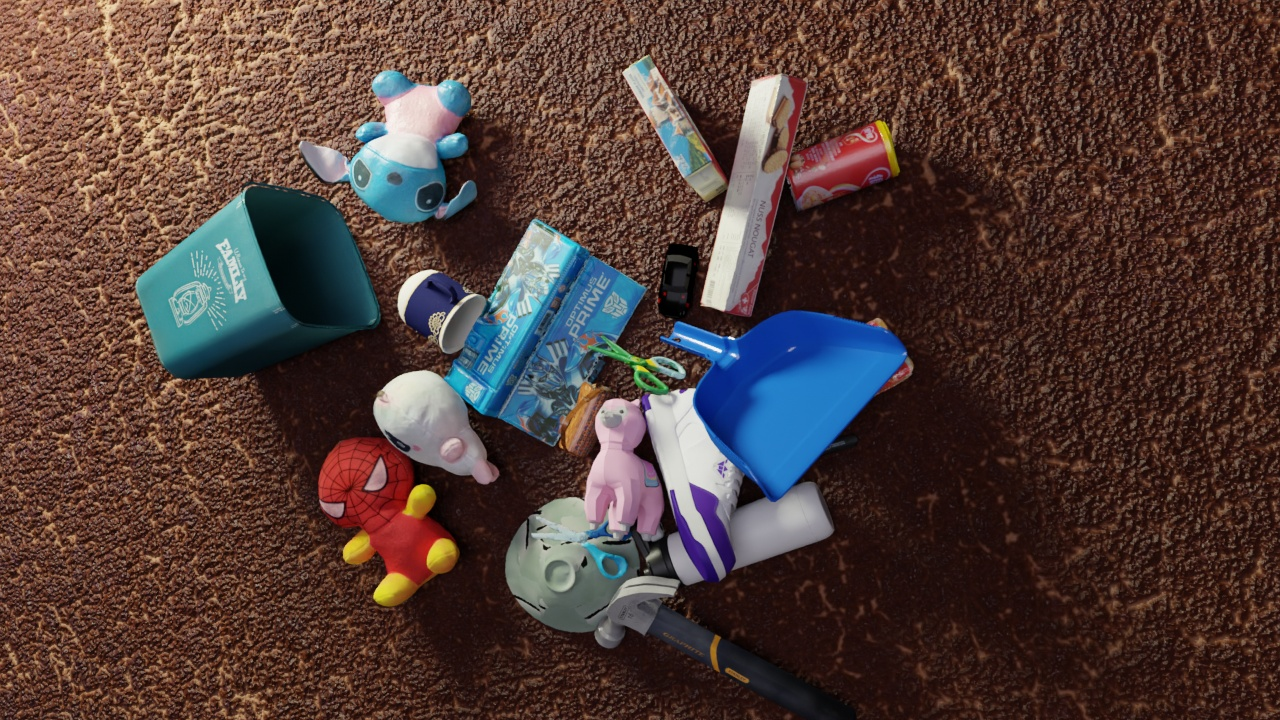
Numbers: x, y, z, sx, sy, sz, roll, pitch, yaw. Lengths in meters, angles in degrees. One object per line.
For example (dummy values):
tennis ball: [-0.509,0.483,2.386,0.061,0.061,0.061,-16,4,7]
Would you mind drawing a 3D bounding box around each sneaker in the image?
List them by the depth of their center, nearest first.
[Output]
sneaker: [0.084,0.133,1.056,0.111,0.092,0.244,-16,58,-3]

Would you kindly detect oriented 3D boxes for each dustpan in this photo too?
dustpan: [0.124,0.016,1.049,0.245,0.059,0.258,-43,40,-23]

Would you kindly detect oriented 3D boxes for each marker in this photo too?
marker: [0.198,0.110,1.092,0.123,0.015,0.018,-17,84,11]

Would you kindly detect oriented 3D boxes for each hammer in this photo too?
hammer: [0.104,0.357,1.080,0.312,0.035,0.140,28,127,5]

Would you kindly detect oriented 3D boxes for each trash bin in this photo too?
trash bin: [-0.498,-0.086,1.183,0.219,0.199,0.196,-25,83,18]

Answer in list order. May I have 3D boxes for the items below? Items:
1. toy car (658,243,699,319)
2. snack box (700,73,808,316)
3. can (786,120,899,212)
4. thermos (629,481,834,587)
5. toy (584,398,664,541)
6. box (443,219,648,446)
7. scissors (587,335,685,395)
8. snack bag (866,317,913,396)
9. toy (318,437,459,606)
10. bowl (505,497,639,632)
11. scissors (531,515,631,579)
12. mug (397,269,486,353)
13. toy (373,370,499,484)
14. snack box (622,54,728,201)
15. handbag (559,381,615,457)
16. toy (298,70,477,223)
toy car: [0.045,-0.097,1.122,0.042,0.036,0.091,10,91,14]
snack box: [0.131,-0.189,1.068,0.044,0.077,0.273,10,97,-22]
can: [0.231,-0.225,1.064,0.124,0.066,0.066,-19,84,13]
thermos: [0.105,0.198,1.090,0.230,0.068,0.101,-23,71,13]
toy: [-0.017,0.127,1.076,0.067,0.123,0.157,-3,71,27]
box: [-0.126,-0.033,1.152,0.175,0.060,0.243,32,97,12]
scissors: [-0.001,-0.001,1.119,0.131,0.108,0.012,40,125,31]
snack bag: [0.237,0.022,1.077,0.155,0.044,0.087,-35,68,17]
toy: [-0.325,0.195,1.175,0.147,0.099,0.216,-33,83,0]
bowl: [-0.092,0.259,1.132,0.174,0.068,0.174,0,89,11]
scissors: [-0.070,0.206,1.114,0.135,0.016,0.083,25,61,-8]
mug: [-0.258,-0.075,1.160,0.089,0.112,0.085,32,61,15]
toy: [-0.250,0.090,1.145,0.179,0.139,0.101,43,81,2]
snack box: [0.045,-0.267,1.071,0.040,0.142,0.145,-31,82,12]
handbag: [-0.076,0.070,1.067,0.043,0.195,0.093,25,92,7]
toy: [-0.311,-0.276,1.181,0.224,0.099,0.191,14,87,0]
